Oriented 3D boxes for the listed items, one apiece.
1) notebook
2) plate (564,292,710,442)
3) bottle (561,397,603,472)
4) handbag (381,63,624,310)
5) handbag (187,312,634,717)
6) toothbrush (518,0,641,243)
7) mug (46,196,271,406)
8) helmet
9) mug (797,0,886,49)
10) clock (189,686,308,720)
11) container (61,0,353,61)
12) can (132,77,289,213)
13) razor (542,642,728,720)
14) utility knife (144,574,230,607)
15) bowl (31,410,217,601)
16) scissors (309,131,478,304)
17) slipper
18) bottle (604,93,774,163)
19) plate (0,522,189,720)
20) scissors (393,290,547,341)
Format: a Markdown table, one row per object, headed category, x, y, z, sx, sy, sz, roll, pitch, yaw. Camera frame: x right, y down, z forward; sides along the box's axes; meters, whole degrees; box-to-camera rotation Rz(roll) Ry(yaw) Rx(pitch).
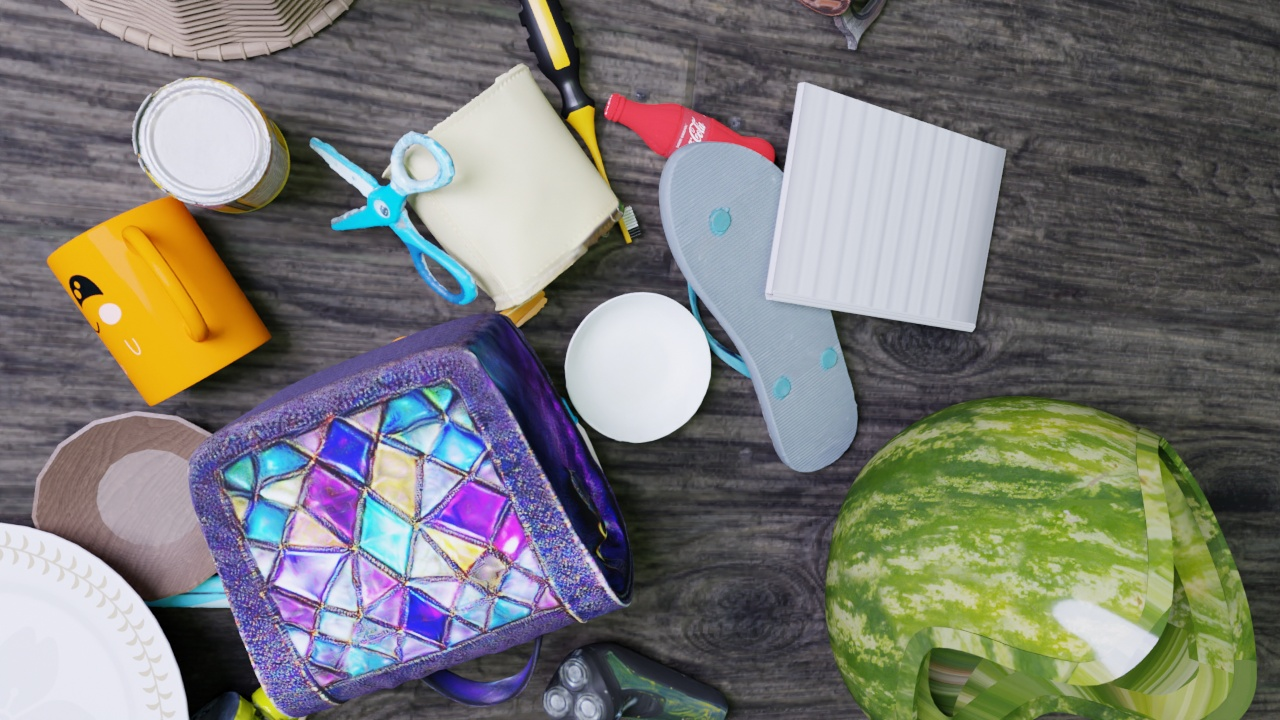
| category | x | y | z | sx | sy | sz | roll | pitch | yaw |
| --- | --- | --- | --- | --- | --- | --- | --- | --- | --- |
| notebook | 0.182 | -0.102 | 0.660 | 0.209 | 0.009 | 0.142 | 6 | 95 | -32 |
| plate | -0.004 | 0.004 | 0.640 | 0.104 | 0.026 | 0.104 | -2 | 98 | -16 |
| bottle | -0.054 | 0.071 | 0.621 | 0.051 | 0.051 | 0.146 | -24 | 103 | -12 |
| handbag | -0.082 | -0.105 | 0.579 | 0.111 | 0.081 | 0.119 | -42 | 105 | -15 |
| handbag | -0.125 | 0.103 | 0.540 | 0.205 | 0.125 | 0.222 | -20 | 102 | 6 |
| toothbrush | -0.042 | -0.169 | 0.607 | 0.031 | 0.031 | 0.197 | -22 | 107 | -2 |
| mug | -0.266 | -0.035 | 0.515 | 0.077 | 0.113 | 0.096 | -37 | 106 | -29 |
| helmet | 0.244 | 0.143 | 0.620 | 0.213 | 0.248 | 0.242 | 31 | 48 | -37 |
| mug | 0.154 | -0.291 | 0.628 | 0.107 | 0.080 | 0.116 | -50 | 133 | -4 |
| clock | -0.254 | 0.246 | 0.571 | 0.119 | 0.083 | 0.057 | -41 | 111 | -4 |
| container | -0.235 | -0.283 | 0.447 | 0.226 | 0.196 | 0.227 | -2 | 97 | -16 |
| can | -0.237 | -0.118 | 0.516 | 0.067 | 0.105 | 0.068 | -2 | 98 | -16 |
| razor | 0.002 | 0.243 | 0.654 | 0.151 | 0.067 | 0.054 | 25 | 104 | -26 |
| utility knife | -0.337 | 0.147 | 0.571 | 0.181 | 0.015 | 0.022 | 1 | 94 | -14 |
| bowl | -0.302 | 0.087 | 0.563 | 0.117 | 0.030 | 0.118 | -2 | 98 | -16 |
| scissors | -0.141 | -0.083 | 0.546 | 0.011 | 0.134 | 0.138 | -52 | 122 | -41 |
| slipper | 0.089 | -0.040 | 0.655 | 0.098 | 0.055 | 0.269 | -35 | 116 | -11 |
| bottle | 0.033 | -0.152 | 0.625 | 0.119 | 0.036 | 0.036 | 18 | 92 | -17 |
| plate | -0.374 | 0.215 | 0.532 | 0.242 | 0.016 | 0.242 | 0 | 89 | 5 |
| scissors | -0.113 | -0.007 | 0.614 | 0.128 | 0.013 | 0.064 | -32 | 106 | -9 |
